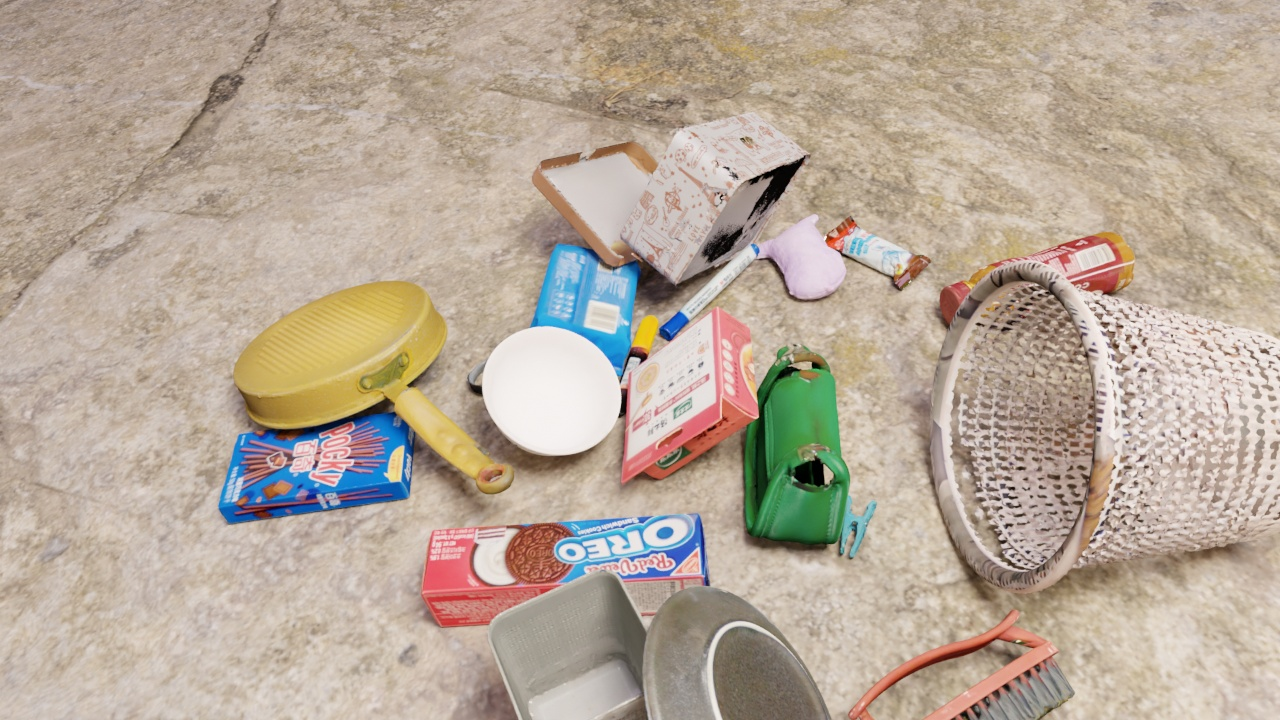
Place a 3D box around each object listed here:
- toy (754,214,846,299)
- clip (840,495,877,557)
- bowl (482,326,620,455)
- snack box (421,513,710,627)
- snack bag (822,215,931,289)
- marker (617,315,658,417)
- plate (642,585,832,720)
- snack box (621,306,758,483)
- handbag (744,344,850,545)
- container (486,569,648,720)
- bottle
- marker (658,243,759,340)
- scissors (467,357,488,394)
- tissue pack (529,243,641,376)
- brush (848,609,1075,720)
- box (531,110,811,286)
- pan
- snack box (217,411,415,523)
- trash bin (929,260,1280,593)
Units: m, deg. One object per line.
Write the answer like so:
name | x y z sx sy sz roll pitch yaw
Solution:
toy | 0.163 -0.101 0.926 0.084 0.039 0.108 -29 47 4
clip | 0.166 0.129 0.711 0.049 0.015 0.056 14 49 18
bowl | -0.082 0.038 0.789 0.118 0.065 0.118 9 60 -16
snack box | -0.052 0.157 0.681 0.207 0.058 0.057 -4 47 4
snack bag | 0.239 -0.111 0.935 0.048 0.026 0.104 -41 52 -14
marker | -0.005 0.005 0.860 0.018 0.015 0.123 7 49 16
plate | 0.072 0.212 0.543 0.024 0.179 0.179 -39 37 27
snack box | 0.040 0.036 0.756 0.113 0.044 0.126 -37 33 33
handbag | 0.119 0.068 0.704 0.068 0.120 0.131 3 43 3
container | -0.034 0.211 0.582 0.090 0.114 0.090 -22 46 -14
bottle | 0.367 -0.072 0.855 0.175 0.057 0.057 -15 45 -8
marker | 0.071 -0.070 0.914 0.017 0.017 0.145 30 60 32
scissors | -0.096 -0.014 0.891 0.170 0.014 0.159 -17 45 -11
tissue pack | -0.053 -0.050 0.882 0.095 0.052 0.156 15 45 -7
brush | 0.206 0.214 0.583 0.145 0.063 0.069 -24 60 -17
box | 0.029 -0.189 0.911 0.193 0.157 0.182 43 36 12
pan | -0.225 0.024 0.810 0.197 0.078 0.358 -36 36 -27
snack box | -0.278 0.091 0.799 0.157 0.026 0.084 -8 43 -1
trash bin | 0.341 0.048 0.645 0.192 0.228 0.227 2 44 -8
